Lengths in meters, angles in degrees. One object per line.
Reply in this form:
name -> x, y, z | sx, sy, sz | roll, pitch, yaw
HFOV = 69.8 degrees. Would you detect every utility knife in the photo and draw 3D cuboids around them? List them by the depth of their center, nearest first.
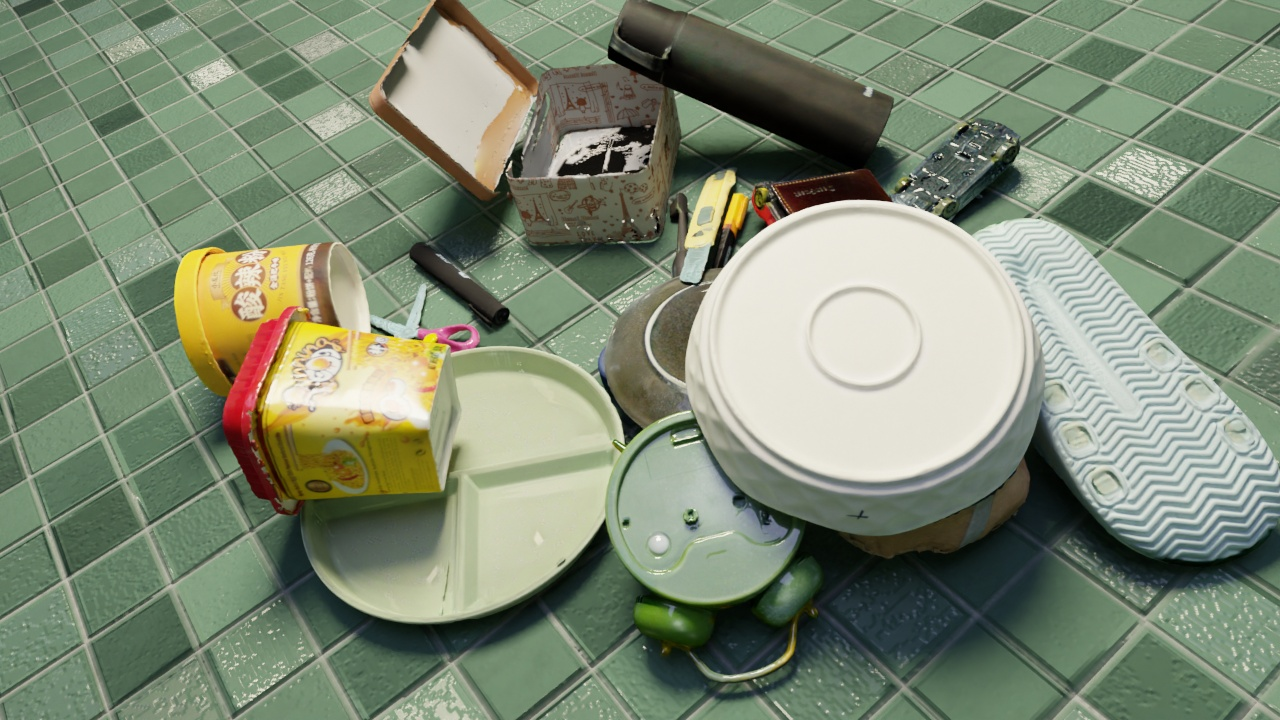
utility knife -> 0.057, -0.114, 0.764 | 0.031, 0.021, 0.207 | -12, 36, 22

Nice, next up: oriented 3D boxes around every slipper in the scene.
slipper -> 0.279, 0.018, 0.572 | 0.104, 0.074, 0.245 | -25, 65, -2

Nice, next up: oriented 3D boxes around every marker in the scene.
marker -> 0.072, -0.096, 0.765 | 0.015, 0.018, 0.123 | 3, 50, 21
marker -> -0.158, -0.066, 0.791 | 0.022, 0.020, 0.132 | -46, 54, -11

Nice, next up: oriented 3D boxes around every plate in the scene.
plate -> 0.126, -0.007, 0.524 | 0.205, 0.045, 0.204 | -4, 65, 9
plate -> -0.122, 0.082, 0.642 | 0.230, 0.027, 0.229 | -6, 47, 7
plate -> 0.061, -0.013, 0.651 | 0.179, 0.024, 0.179 | -6, 46, 6

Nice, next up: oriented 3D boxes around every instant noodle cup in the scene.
instant noodle cup -> -0.190, 0.036, 0.613 | 0.123, 0.116, 0.116 | 3, 48, 0
instant noodle cup -> -0.285, -0.038, 0.729 | 0.114, 0.119, 0.118 | -10, 47, 0

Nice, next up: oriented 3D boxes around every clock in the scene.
clock -> 0.044, 0.107, 0.545 | 0.116, 0.056, 0.161 | -15, 67, 1

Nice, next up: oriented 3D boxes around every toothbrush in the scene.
toothbrush -> 0.036, -0.069, 0.745 | 0.026, 0.027, 0.212 | 24, 40, -25

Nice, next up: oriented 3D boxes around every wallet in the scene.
wallet -> 0.169, -0.105, 0.726 | 0.096, 0.020, 0.122 | -9, 51, -21

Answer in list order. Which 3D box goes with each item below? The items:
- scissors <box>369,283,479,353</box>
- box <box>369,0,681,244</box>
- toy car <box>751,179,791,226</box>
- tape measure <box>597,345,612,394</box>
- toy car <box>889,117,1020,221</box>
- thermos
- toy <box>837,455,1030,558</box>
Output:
scissors -> -0.195, -0.015, 0.757 | 0.133, 0.017, 0.131 | 18, 57, 32
box -> -0.092, -0.212, 0.828 | 0.271, 0.133, 0.178 | 19, 49, -8
toy car -> 0.128, -0.107, 0.750 | 0.049, 0.031, 0.106 | -9, 51, -20
tape measure -> -0.004, 0.004, 0.687 | 0.054, 0.025, 0.058 | -15, 43, 2
toy car -> 0.262, -0.154, 0.763 | 0.120, 0.037, 0.054 | -41, 52, -10
thermos -> 0.090, -0.235, 0.788 | 0.242, 0.069, 0.089 | 22, 41, 0
toy -> 0.151, 0.012, 0.577 | 0.143, 0.083, 0.225 | -16, 65, -21
